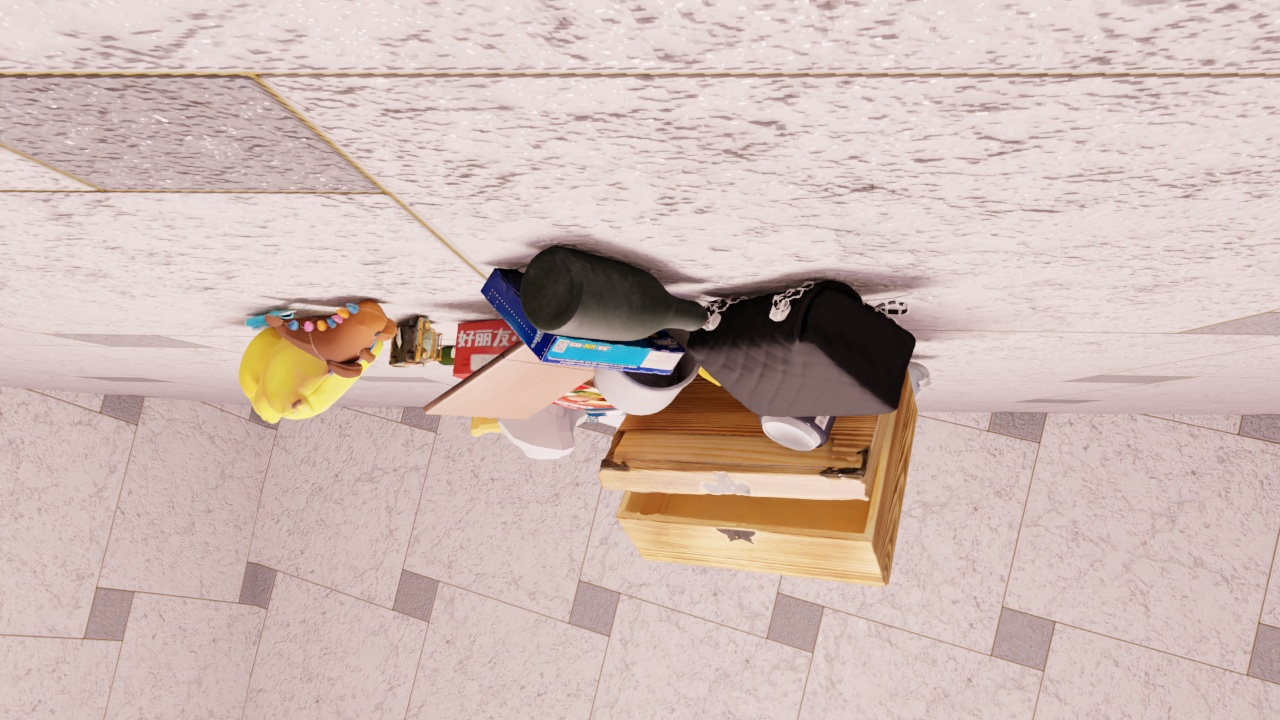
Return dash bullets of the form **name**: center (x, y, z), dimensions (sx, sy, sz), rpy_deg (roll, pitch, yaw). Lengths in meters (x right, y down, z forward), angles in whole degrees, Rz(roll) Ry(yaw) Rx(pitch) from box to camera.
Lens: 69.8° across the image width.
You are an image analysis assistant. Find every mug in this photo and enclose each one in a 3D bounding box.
- **mug**: center (0.016, -0.008, 0.799), dimensions (0.113, 0.084, 0.071), rpy_deg (-33, 169, -25)

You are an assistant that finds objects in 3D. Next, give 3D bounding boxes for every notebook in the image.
- **notebook**: center (-0.082, 0.003, 0.855), dimensions (0.210, 0.008, 0.141), rpy_deg (-32, 158, 28)

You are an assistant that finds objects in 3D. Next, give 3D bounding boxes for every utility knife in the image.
- **utility knife**: center (-0.346, -0.042, 0.882), dimensions (0.022, 0.015, 0.169), rpy_deg (-8, -178, -40)

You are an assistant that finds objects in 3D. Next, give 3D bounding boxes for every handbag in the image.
- **handbag**: center (0.127, -0.025, 0.731), dimensions (0.125, 0.114, 0.154), rpy_deg (32, 162, -30)

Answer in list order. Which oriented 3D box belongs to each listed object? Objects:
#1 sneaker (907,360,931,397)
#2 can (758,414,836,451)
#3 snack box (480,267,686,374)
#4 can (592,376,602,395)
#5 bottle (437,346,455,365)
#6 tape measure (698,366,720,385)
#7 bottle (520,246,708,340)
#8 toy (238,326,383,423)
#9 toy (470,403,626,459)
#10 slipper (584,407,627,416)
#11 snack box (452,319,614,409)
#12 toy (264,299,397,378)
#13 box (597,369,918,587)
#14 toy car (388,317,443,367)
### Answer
- **sneaker**: center (0.264, 0.048, 1.260), dimensions (0.160, 0.093, 0.257), rpy_deg (-29, -164, -35)
- **can**: center (0.159, 0.016, 0.842), dimensions (0.064, 0.127, 0.064), rpy_deg (23, 157, 10)
- **snack box**: center (-0.038, -0.026, 0.681), dimensions (0.150, 0.027, 0.082), rpy_deg (7, -146, -51)
- **can**: center (-0.006, 0.005, 0.940), dimensions (0.086, 0.086, 0.043), rpy_deg (-1, 173, 27)
- **bottle**: center (-0.243, -0.006, 1.188), dimensions (0.106, 0.025, 0.025), rpy_deg (0, 175, 14)
- **tape measure**: center (0.077, -0.006, 0.822), dimensions (0.030, 0.059, 0.068), rpy_deg (29, -150, 21)
- **bottle**: center (-0.006, -0.039, 0.640), dimensions (0.055, 0.055, 0.174), rpy_deg (-3, 175, 36)
- **toy**: center (-0.353, 0.000, 0.966), dimensions (0.134, 0.087, 0.194), rpy_deg (-44, -157, -26)
- **toy**: center (-0.121, 0.074, 1.378), dimensions (0.267, 0.141, 0.246), rpy_deg (5, -157, -3)
- **slipper**: center (0.057, 0.027, 1.323), dimensions (0.294, 0.060, 0.118), rpy_deg (-11, -177, -12)
- **snack box**: center (-0.089, 0.009, 1.018), dimensions (0.113, 0.060, 0.236), rpy_deg (-3, 167, 29)
- **toy**: center (-0.277, -0.033, 0.823), dimensions (0.103, 0.070, 0.090), rpy_deg (21, 146, -36)
- **box**: center (0.136, 0.082, 0.980), dimensions (0.280, 0.246, 0.176), rpy_deg (-1, 136, 29)
- **toy car**: center (-0.229, -0.017, 0.953), dimensions (0.047, 0.047, 0.112), rpy_deg (4, 175, -28)
